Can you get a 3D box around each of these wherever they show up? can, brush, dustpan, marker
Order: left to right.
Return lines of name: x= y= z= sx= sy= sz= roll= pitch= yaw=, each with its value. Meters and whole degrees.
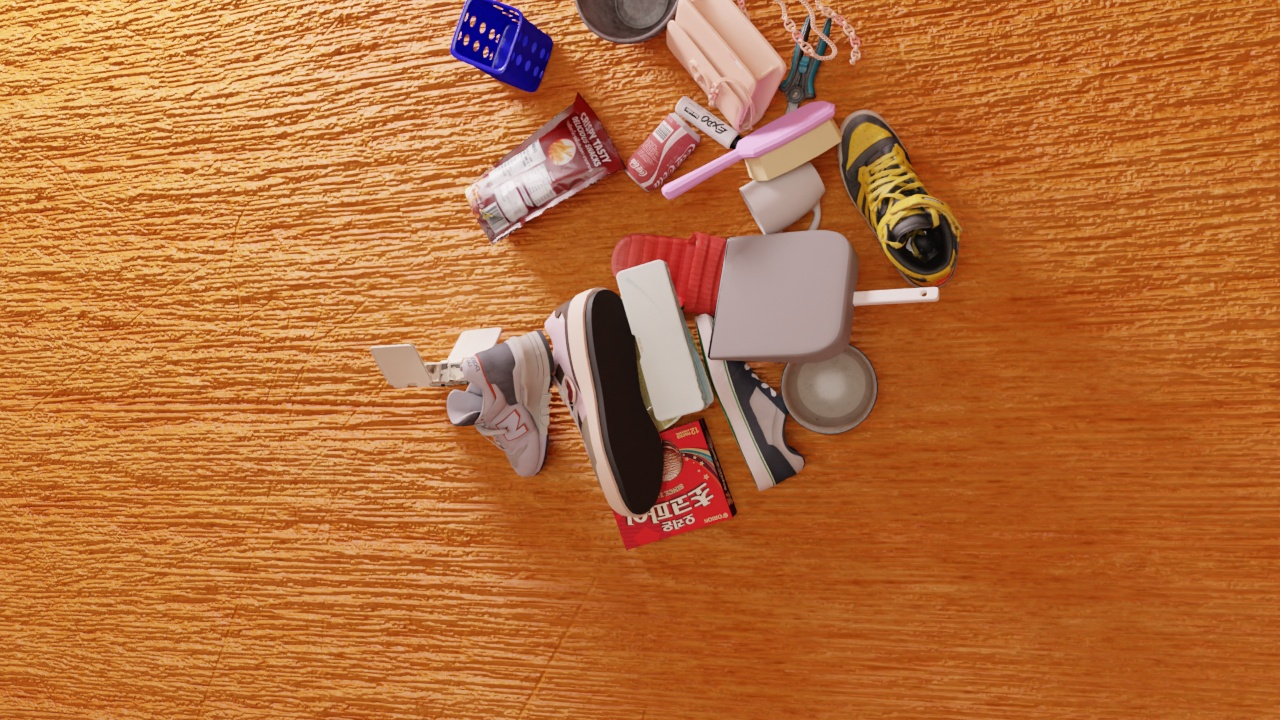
can: x=0.028 y=-0.268 z=1.185 sx=0.054 sy=0.054 sz=0.097 roll=46 pitch=104 yaw=9
marker: x=0.100 y=-0.295 z=1.178 sx=0.126 sy=0.025 sz=0.025 roll=38 pitch=102 yaw=11
brush: x=0.136 y=-0.244 z=1.118 sx=0.229 sy=0.089 sz=0.043 roll=-28 pitch=113 yaw=2
dustpan: x=0.212 y=-0.075 z=1.067 sx=0.258 sy=0.033 sz=0.163 roll=-1 pitch=67 yaw=31

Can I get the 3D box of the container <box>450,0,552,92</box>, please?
container: x=-0.179 y=-0.412 z=1.205 sx=0.085 sy=0.113 sz=0.084 roll=24 pitch=99 yaw=13

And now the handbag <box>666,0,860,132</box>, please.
handbag: x=0.152 y=-0.389 z=1.144 sx=0.187 sy=0.117 sz=0.198 roll=-33 pitch=78 yaw=-15

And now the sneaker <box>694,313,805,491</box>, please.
sneaker: x=0.139 y=0.043 z=1.163 sx=0.079 sy=0.084 sz=0.235 roll=-24 pitch=90 yaw=2

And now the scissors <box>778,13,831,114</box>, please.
scissors: x=0.197 y=-0.361 z=1.150 sx=0.130 sy=0.019 sz=0.135 roll=-29 pitch=85 yaw=22

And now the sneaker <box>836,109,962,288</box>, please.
sneaker: x=0.299 y=-0.192 z=1.077 sx=0.086 sy=0.122 sz=0.238 roll=-29 pitch=86 yaw=14

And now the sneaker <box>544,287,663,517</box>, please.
sneaker: x=-0.062 y=0.062 z=1.177 sx=0.117 sy=0.111 sz=0.294 roll=-13 pitch=91 yaw=38

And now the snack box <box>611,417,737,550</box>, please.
snack box: x=0.032 y=0.164 z=1.219 sx=0.152 sy=0.035 sz=0.132 roll=-20 pitch=88 yaw=16

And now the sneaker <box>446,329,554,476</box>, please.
sneaker: x=-0.187 y=0.065 z=1.188 sx=0.089 sy=0.124 sz=0.240 roll=55 pitch=145 yaw=42

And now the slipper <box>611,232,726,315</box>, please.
slipper: x=0.072 y=-0.112 z=1.180 sx=0.249 sy=0.059 sz=0.103 roll=16 pitch=98 yaw=16

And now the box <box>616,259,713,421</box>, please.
box: x=0.029 y=-0.025 z=1.156 sx=0.086 sy=0.072 sz=0.199 roll=-20 pitch=86 yaw=43

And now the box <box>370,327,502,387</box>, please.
box: x=-0.259 y=-0.004 z=1.219 sx=0.143 sy=0.181 sz=0.081 roll=-5 pitch=87 yaw=11

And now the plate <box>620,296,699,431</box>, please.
plate: x=-0.007 y=0.007 z=1.220 sx=0.184 sy=0.036 sz=0.184 roll=1 pitch=94 yaw=16

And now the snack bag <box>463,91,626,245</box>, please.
snack bag: x=-0.135 y=-0.252 z=1.221 sx=0.208 sy=0.066 sz=0.138 roll=-34 pitch=61 yaw=14

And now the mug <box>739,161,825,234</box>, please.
mug: x=0.188 y=-0.191 z=1.144 sx=0.089 sy=0.071 sz=0.107 roll=-29 pitch=112 yaw=7

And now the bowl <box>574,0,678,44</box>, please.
bowl: x=-0.007 y=-0.472 z=1.176 sx=0.145 sy=0.067 sz=0.145 roll=1 pitch=93 yaw=16

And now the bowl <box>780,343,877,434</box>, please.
bowl: x=0.236 y=0.031 z=1.140 sx=0.116 sy=0.059 sz=0.115 roll=1 pitch=93 yaw=16

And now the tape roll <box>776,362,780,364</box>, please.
tape roll: x=0.196 y=-0.036 z=1.130 sx=0.094 sy=0.093 sz=0.030 roll=-42 pitch=82 yaw=14
